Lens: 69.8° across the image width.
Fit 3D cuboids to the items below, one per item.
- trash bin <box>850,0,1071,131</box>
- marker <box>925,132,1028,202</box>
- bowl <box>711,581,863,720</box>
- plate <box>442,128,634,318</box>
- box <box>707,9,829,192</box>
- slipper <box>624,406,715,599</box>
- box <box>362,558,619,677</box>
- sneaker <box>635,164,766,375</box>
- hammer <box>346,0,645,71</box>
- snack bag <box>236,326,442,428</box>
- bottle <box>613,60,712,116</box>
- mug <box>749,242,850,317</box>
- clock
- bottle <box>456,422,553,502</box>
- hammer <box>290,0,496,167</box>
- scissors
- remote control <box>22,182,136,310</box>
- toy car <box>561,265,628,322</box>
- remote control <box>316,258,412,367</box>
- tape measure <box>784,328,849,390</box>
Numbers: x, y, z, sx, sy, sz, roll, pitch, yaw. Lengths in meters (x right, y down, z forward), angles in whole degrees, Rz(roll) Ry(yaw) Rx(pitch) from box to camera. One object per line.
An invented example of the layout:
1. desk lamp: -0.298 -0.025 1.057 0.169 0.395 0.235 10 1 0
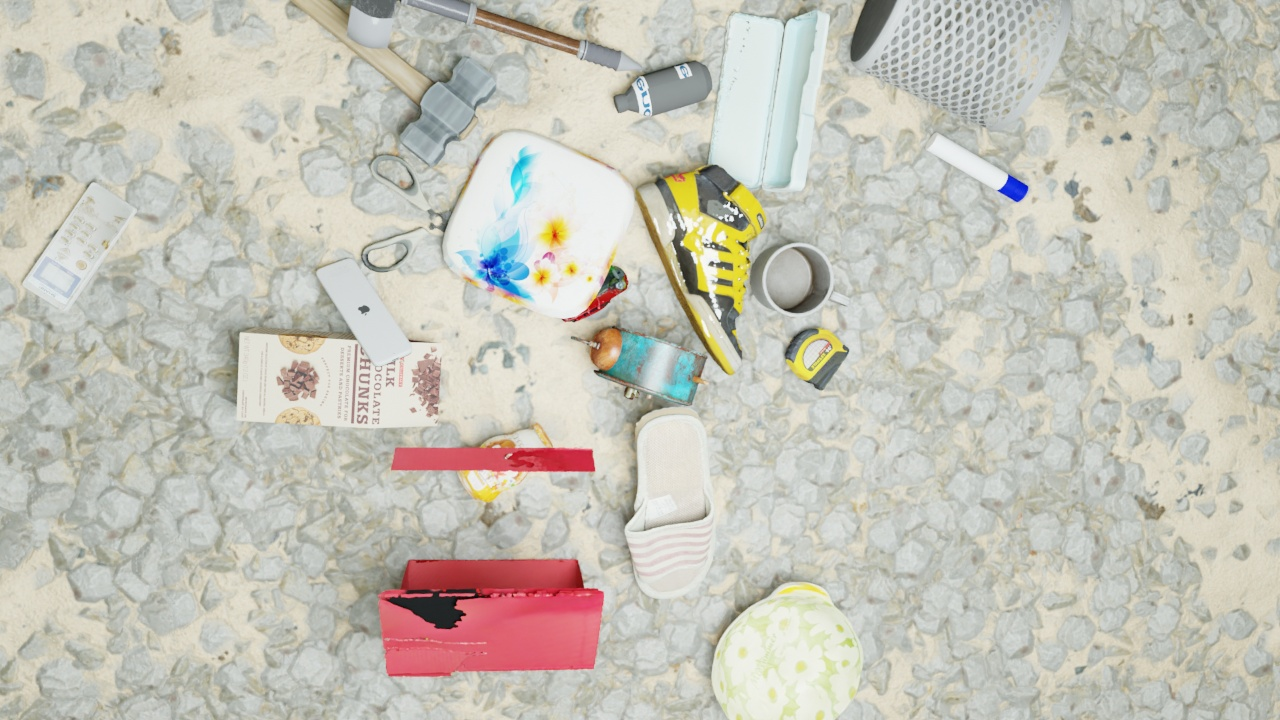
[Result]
1. trash bin: 0.348 -0.364 1.022 0.183 0.156 0.156 19 94 -8
2. marker: 0.407 -0.233 1.111 0.133 0.027 0.023 27 93 -9
3. bowl: 0.176 0.371 1.139 0.188 0.060 0.219 9 95 -9
4. plate: -0.114 -0.155 1.024 0.187 0.016 0.187 24 86 0
5. box: 0.145 -0.294 1.043 0.122 0.078 0.197 8 95 10
6. slipper: 0.035 0.176 1.059 0.115 0.052 0.263 -6 118 -9
7. box: -0.148 0.268 0.923 0.211 0.379 0.124 2 80 -8
8. sneaker: 0.094 -0.110 1.046 0.122 0.086 0.238 -26 103 -1
9. hammer: -0.146 -0.363 0.992 0.322 0.043 0.155 11 61 -19
10. snack bag: -0.327 0.020 1.015 0.206 0.070 0.094 4 97 -9
11. bottle: 0.024 -0.304 1.036 0.112 0.047 0.047 -18 99 -6
12. mug: 0.188 -0.089 1.075 0.113 0.070 0.084 23 93 -11
13. clock: -0.007 0.006 1.036 0.157 0.121 0.073 19 90 -5
14. bottle: -0.154 0.114 1.055 0.109 0.063 0.063 -33 101 -4
15. hammer: -0.311 -0.352 0.982 0.323 0.051 0.117 38 88 -8
16. scissors: -0.247 -0.156 1.032 0.157 0.012 0.170 -45 102 0
17. remote control: -0.602 -0.122 0.986 0.050 0.011 0.136 35 91 -11
18. toy car: -0.056 -0.076 1.056 0.091 0.042 0.036 -31 131 3
19. remote control: -0.300 -0.054 0.994 0.045 0.008 0.146 -26 64 -27
20. tape measure: 0.209 -0.007 1.106 0.064 0.037 0.065 34 89 -11
